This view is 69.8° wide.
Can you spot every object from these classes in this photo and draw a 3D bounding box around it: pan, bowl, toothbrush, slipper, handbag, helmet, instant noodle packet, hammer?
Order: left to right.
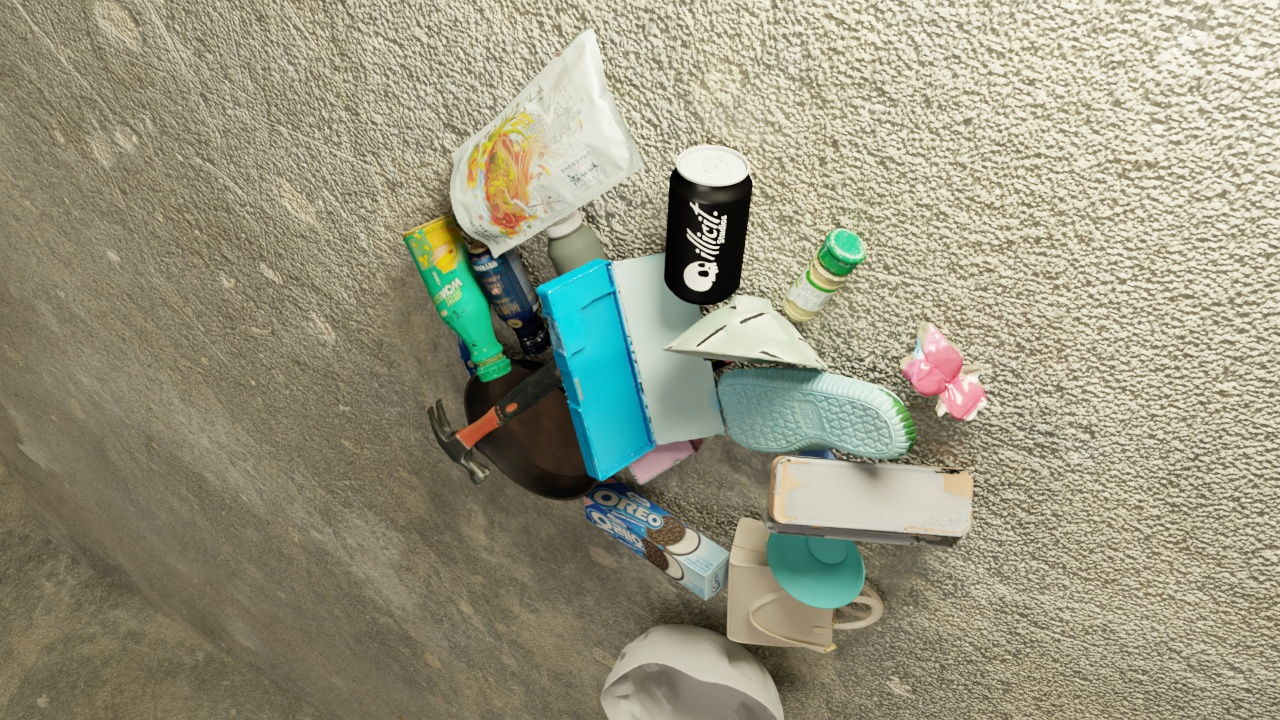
[{"bbox_3d":[-0.239,0.012,1.304,0.021,0.016,0.132,-10,128,-1],"label":"toothbrush"},{"bbox_3d":[-0.179,0.065,1.232,0.133,0.033,0.334,51,134,-7],"label":"hammer"},{"bbox_3d":[-0.171,0.038,1.257,0.249,0.043,0.356,-13,113,40],"label":"pan"},{"bbox_3d":[-0.111,-0.215,0.971,0.270,0.057,0.147,-24,90,47],"label":"instant noodle packet"},{"bbox_3d":[0.089,0.511,1.399,0.283,0.183,0.224,6,136,40],"label":"helmet"},{"bbox_3d":[0.113,-0.032,0.958,0.174,0.174,0.068,5,90,32],"label":"bowl"},{"bbox_3d":[0.218,0.306,1.207,0.198,0.101,0.195,8,132,13],"label":"handbag"},{"bbox_3d":[0.188,0.050,1.003,0.277,0.069,0.116,3,125,51],"label":"slipper"},{"bbox_3d":[0.216,0.232,1.100,0.121,0.046,0.121,12,114,29],"label":"bowl"}]

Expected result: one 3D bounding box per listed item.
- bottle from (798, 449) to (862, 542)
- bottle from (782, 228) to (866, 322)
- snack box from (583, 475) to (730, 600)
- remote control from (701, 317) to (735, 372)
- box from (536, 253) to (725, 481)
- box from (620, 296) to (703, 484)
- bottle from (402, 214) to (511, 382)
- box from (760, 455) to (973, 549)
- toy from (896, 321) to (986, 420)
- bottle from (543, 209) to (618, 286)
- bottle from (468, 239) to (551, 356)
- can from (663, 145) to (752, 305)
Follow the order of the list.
[{"bbox_3d":[0.233,0.164,1.089,0.048,0.047,0.131,-18,115,43],"label":"bottle"},{"bbox_3d":[0.180,-0.081,0.911,0.042,0.042,0.110,35,140,3],"label":"bottle"},{"bbox_3d":[0.020,0.239,1.260,0.226,0.059,0.060,29,140,33],"label":"snack box"},{"bbox_3d":[0.053,-0.044,1.050,0.140,0.021,0.046,47,136,-17],"label":"remote control"},{"bbox_3d":[-0.010,0.000,1.042,0.063,0.174,0.244,-129,23,-62],"label":"box"},{"bbox_3d":[-0.019,0.041,1.116,0.100,0.098,0.233,-4,124,38],"label":"box"},{"bbox_3d":[-0.222,-0.074,1.146,0.068,0.067,0.210,-12,106,41],"label":"bottle"},{"bbox_3d":[0.246,0.150,1.005,0.216,0.094,0.108,5,113,-1],"label":"box"},{"bbox_3d":[0.296,0.016,0.912,0.102,0.065,0.050,42,171,-9],"label":"toy"},{"bbox_3d":[-0.069,-0.114,1.041,0.060,0.060,0.108,-2,125,36],"label":"bottle"},{"bbox_3d":[-0.158,-0.079,1.136,0.056,0.056,0.161,-1,126,35],"label":"bottle"},{"bbox_3d":[0.066,-0.132,0.914,0.080,0.080,0.146,20,136,19],"label":"can"}]
